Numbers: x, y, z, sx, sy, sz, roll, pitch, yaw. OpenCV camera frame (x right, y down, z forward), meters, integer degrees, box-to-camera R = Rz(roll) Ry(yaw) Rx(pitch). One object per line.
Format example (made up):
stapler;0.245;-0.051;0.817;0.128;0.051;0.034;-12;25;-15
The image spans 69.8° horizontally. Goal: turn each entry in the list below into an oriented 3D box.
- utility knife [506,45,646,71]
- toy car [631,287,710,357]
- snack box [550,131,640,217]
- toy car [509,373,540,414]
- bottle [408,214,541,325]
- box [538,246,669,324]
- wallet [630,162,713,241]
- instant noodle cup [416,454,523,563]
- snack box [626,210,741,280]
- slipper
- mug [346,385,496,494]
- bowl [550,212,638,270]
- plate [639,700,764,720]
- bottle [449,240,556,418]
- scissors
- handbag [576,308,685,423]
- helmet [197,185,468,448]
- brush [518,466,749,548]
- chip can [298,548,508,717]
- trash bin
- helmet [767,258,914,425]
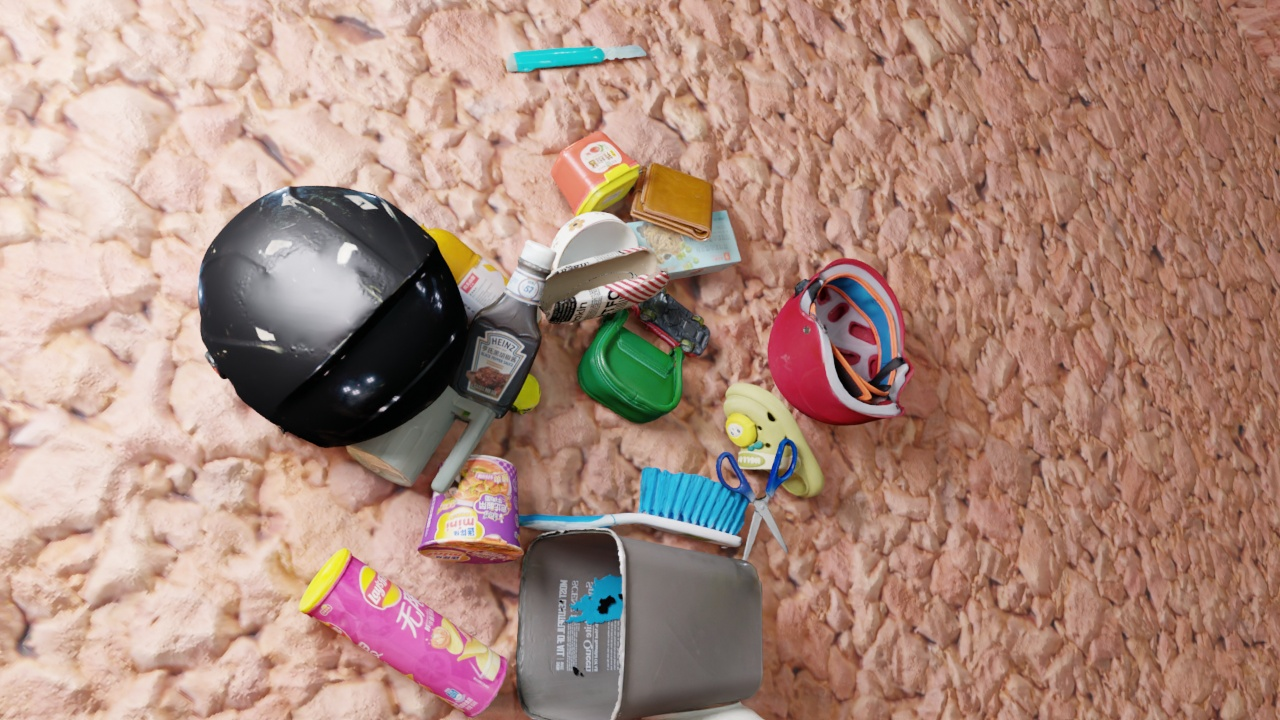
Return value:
utility knife;-0.083;-0.403;1.221;0.221;0.013;0.029;-17;86;-31
toy car;0.037;-0.050;1.192;0.120;0.045;0.052;40;59;-24
snack box;-0.061;-0.236;1.161;0.091;0.082;0.080;-37;85;-34
toy car;-0.158;0.019;1.063;0.105;0.032;0.048;39;61;-20
bottle;-0.199;-0.089;1.042;0.189;0.068;0.067;41;60;-17
box;-0.050;-0.093;1.103;0.163;0.075;0.081;-21;70;-24
wallet;0.039;-0.212;1.195;0.119;0.035;0.130;15;37;-5
instant noodle cup;-0.176;0.159;0.979;0.111;0.112;0.099;16;61;-28
snack box;0.048;-0.149;1.219;0.174;0.052;0.074;-14;85;-33
slipper;0.169;0.118;1.211;0.081;0.092;0.190;-43;105;-29
mug;-0.229;0.076;0.960;0.124;0.084;0.103;21;64;17
bowl;-0.066;-0.137;1.127;0.113;0.114;0.062;-9;42;-33
plate;0.059;0.406;1.028;0.163;0.165;0.034;3;71;-32
bottle;-0.145;-0.036;1.006;0.080;0.044;0.195;23;98;-9
scissors;0.151;0.171;1.156;0.162;0.012;0.175;37;76;-25
handbag;-0.007;0.007;1.138;0.131;0.068;0.120;31;58;-21
helmet;-0.299;-0.057;0.877;0.275;0.231;0.233;35;67;8
brush;-0.001;0.179;1.114;0.314;0.061;0.109;19;73;-24
chip can;-0.236;0.278;0.929;0.210;0.072;0.071;40;61;-18
trash bin;0.003;0.293;1.013;0.219;0.199;0.198;13;71;-36
helmet;0.264;-0.016;1.272;0.207;0.144;0.239;39;47;-19
